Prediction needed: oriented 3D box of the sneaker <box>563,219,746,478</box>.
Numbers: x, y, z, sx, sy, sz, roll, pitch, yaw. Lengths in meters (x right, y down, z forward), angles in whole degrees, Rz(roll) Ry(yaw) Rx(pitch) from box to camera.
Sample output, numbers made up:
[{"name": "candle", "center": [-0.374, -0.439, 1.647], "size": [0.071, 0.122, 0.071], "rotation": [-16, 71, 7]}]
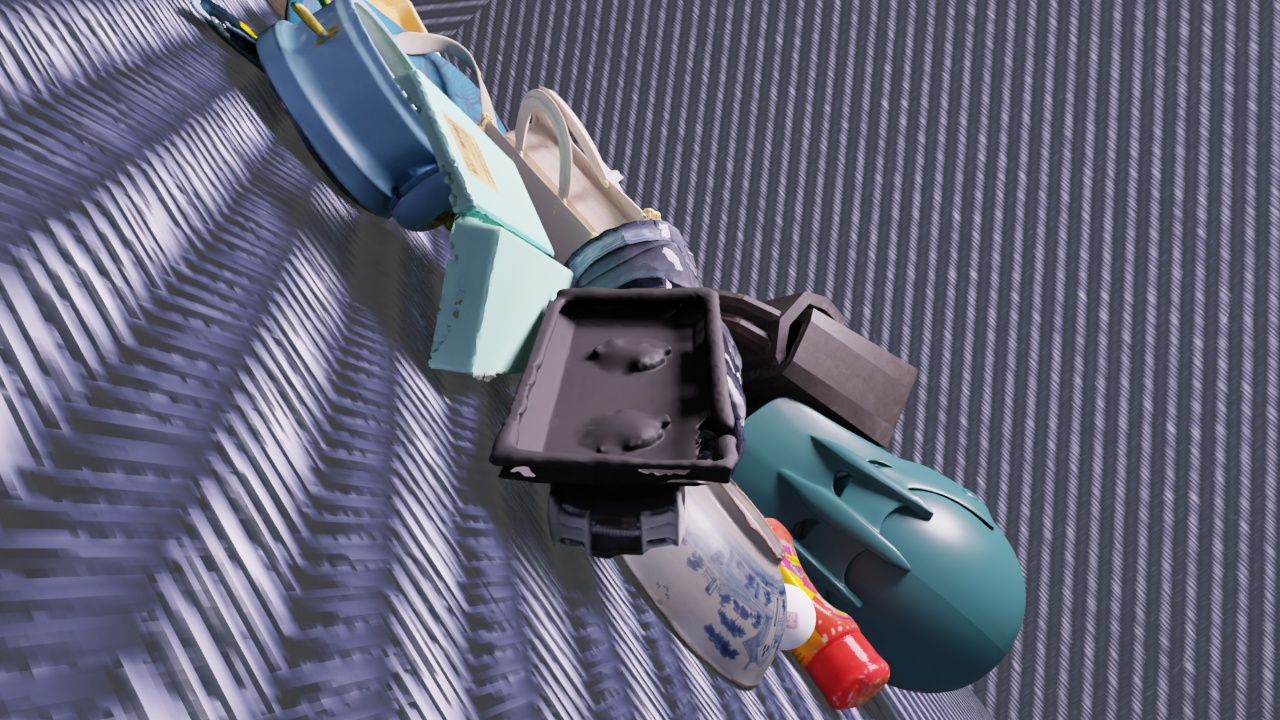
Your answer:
[{"name": "sneaker", "center": [0.033, 0.037, 0.618], "size": [0.253, 0.097, 0.150], "rotation": [66, 5, -52]}]

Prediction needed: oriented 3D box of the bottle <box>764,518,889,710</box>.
[{"name": "bottle", "center": [0.115, 0.176, 0.637], "size": [0.134, 0.048, 0.071], "rotation": [54, 5, 34]}]

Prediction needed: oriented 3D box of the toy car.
[{"name": "toy car", "center": [-0.005, 0.027, 0.428], "size": [0.191, 0.094, 0.071], "rotation": [-86, 175, -67]}]

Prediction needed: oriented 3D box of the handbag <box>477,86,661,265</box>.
[{"name": "handbag", "center": [-0.052, -0.111, 0.683], "size": [0.194, 0.101, 0.198], "rotation": [50, -21, 31]}]

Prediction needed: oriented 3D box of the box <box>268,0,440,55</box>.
[{"name": "box", "center": [-0.245, -0.306, 0.842], "size": [0.253, 0.068, 0.246], "rotation": [63, 13, 20]}]

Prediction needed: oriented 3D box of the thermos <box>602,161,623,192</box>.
[{"name": "thermos", "center": [-0.030, -0.092, 0.995], "size": [0.222, 0.131, 0.131], "rotation": [57, 4, -11]}]

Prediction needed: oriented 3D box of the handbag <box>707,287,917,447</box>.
[{"name": "handbag", "center": [0.121, -0.008, 0.871], "size": [0.199, 0.102, 0.198], "rotation": [32, -16, -19]}]

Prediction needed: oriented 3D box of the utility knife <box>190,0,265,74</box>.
[{"name": "utility knife", "center": [-0.207, -0.169, 0.545], "size": [0.029, 0.020, 0.172], "rotation": [50, 6, 18]}]

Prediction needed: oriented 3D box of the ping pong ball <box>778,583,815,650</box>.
[{"name": "ping pong ball", "center": [0.088, 0.159, 0.570], "size": [0.040, 0.040, 0.040], "rotation": [49, 5, -6]}]

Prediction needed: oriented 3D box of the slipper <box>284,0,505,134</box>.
[{"name": "slipper", "center": [-0.159, -0.204, 0.729], "size": [0.294, 0.060, 0.118], "rotation": [33, 52, -63]}]

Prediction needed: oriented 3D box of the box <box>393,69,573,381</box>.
[{"name": "box", "center": [-0.071, -0.059, 0.471], "size": [0.187, 0.052, 0.139], "rotation": [-12, 100, -85]}]

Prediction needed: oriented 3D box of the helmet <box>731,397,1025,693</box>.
[{"name": "helmet", "center": [0.194, 0.160, 0.790], "size": [0.275, 0.176, 0.200], "rotation": [38, -4, 19]}]

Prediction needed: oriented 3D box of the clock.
[{"name": "clock", "center": [-0.144, -0.129, 0.516], "size": [0.162, 0.060, 0.118], "rotation": [55, 6, -31]}]

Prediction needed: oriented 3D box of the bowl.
[{"name": "bowl", "center": [0.036, 0.096, 0.490], "size": [0.150, 0.057, 0.150], "rotation": [50, 5, -6]}]
